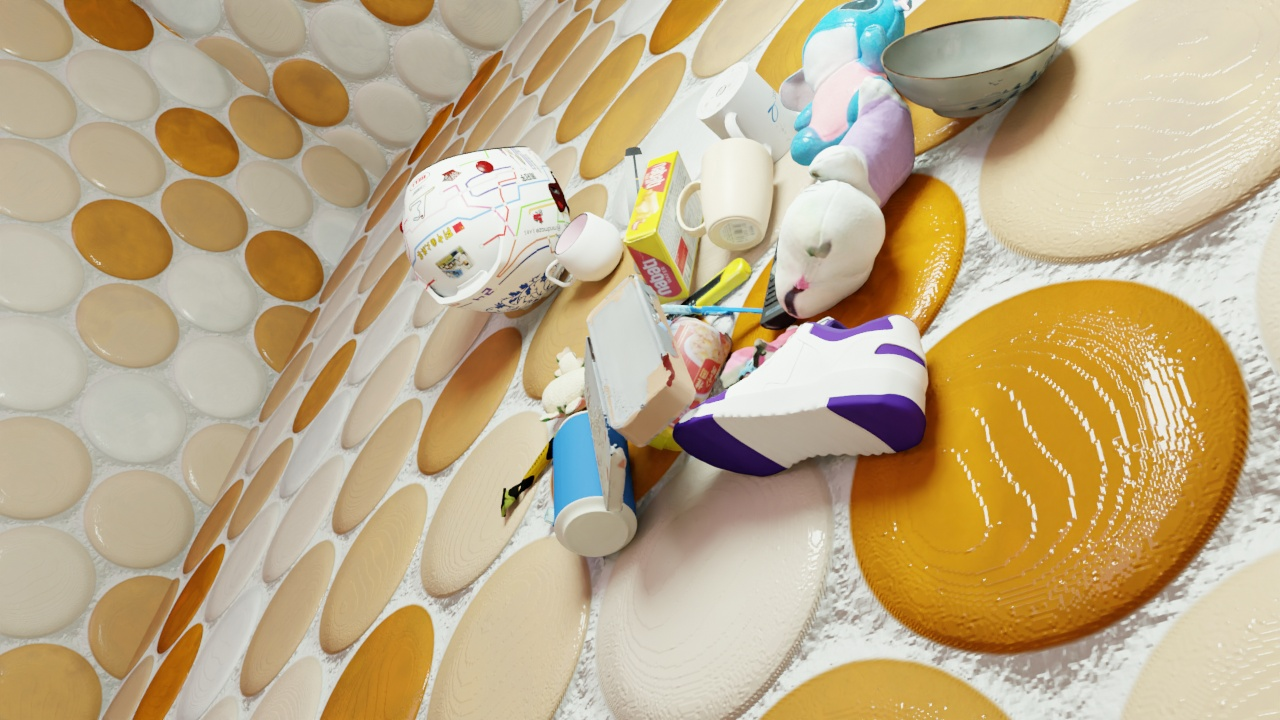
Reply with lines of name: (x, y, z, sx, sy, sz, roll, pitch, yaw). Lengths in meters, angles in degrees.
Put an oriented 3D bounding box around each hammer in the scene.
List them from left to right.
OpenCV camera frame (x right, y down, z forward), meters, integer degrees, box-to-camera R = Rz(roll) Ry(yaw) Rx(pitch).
hammer: (-0.003, -0.235, 1.264, 0.035, 0.139, 0.312, -7, 25, 1)

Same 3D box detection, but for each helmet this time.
helmet: (-0.219, -0.190, 1.399, 0.232, 0.236, 0.313, -30, 2, 25)

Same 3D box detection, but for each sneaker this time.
sneaker: (0.126, 0.021, 0.749, 0.245, 0.092, 0.110, -15, 45, 47)

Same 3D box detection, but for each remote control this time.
remote control: (0.149, -0.086, 0.911, 0.046, 0.021, 0.140, -29, 31, 39)

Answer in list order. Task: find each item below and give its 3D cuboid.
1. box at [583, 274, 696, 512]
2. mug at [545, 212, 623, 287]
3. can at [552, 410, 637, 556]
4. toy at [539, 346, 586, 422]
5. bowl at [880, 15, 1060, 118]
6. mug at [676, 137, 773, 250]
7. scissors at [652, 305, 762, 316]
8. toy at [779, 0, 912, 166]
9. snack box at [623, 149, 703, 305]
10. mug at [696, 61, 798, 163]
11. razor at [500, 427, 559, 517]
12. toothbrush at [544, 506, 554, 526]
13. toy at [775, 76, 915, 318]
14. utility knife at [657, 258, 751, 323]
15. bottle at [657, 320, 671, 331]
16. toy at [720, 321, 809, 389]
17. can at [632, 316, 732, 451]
box: (-0.018, 0.024, 0.856, 0.216, 0.071, 0.157, -107, 32, -58)
mug: (-0.080, -0.145, 1.289, 0.124, 0.076, 0.090, -40, 30, 27)
can: (-0.048, 0.122, 0.919, 0.079, 0.079, 0.146, -43, 29, 22)
toy: (-0.086, 0.035, 1.116, 0.087, 0.050, 0.112, -31, 29, 29)
bowl: (0.289, -0.252, 0.806, 0.151, 0.057, 0.150, -11, 32, 7)
mug: (0.093, -0.177, 1.024, 0.112, 0.085, 0.104, -12, 56, 23)
scissors: (0.068, -0.051, 0.928, 0.125, 0.130, 0.014, -155, 63, -82)
toy: (0.225, -0.303, 0.953, 0.225, 0.099, 0.191, -41, 32, 54)
snack box: (0.032, -0.160, 1.075, 0.042, 0.092, 0.200, -16, 34, 22)
mug: (0.128, -0.278, 1.081, 0.083, 0.096, 0.119, -35, 32, 34)
razor: (-0.125, 0.126, 1.101, 0.144, 0.021, 0.044, -52, 17, 16)
toothbrush: (-0.088, 0.130, 1.045, 0.021, 0.016, 0.132, 126, 162, -49)
toy: (0.187, -0.139, 0.828, 0.208, 0.085, 0.138, -61, -14, -22)
utility knife: (0.031, -0.038, 1.037, 0.234, 0.020, 0.028, -38, 28, 25)
bottle: (-0.006, 0.006, 1.022, 0.131, 0.048, 0.048, -34, 33, 35)
toy: (0.123, -0.002, 0.825, 0.102, 0.050, 0.066, -29, -5, -44)
can: (0.037, 0.023, 0.910, 0.067, 0.066, 0.124, -4, 55, 57)
